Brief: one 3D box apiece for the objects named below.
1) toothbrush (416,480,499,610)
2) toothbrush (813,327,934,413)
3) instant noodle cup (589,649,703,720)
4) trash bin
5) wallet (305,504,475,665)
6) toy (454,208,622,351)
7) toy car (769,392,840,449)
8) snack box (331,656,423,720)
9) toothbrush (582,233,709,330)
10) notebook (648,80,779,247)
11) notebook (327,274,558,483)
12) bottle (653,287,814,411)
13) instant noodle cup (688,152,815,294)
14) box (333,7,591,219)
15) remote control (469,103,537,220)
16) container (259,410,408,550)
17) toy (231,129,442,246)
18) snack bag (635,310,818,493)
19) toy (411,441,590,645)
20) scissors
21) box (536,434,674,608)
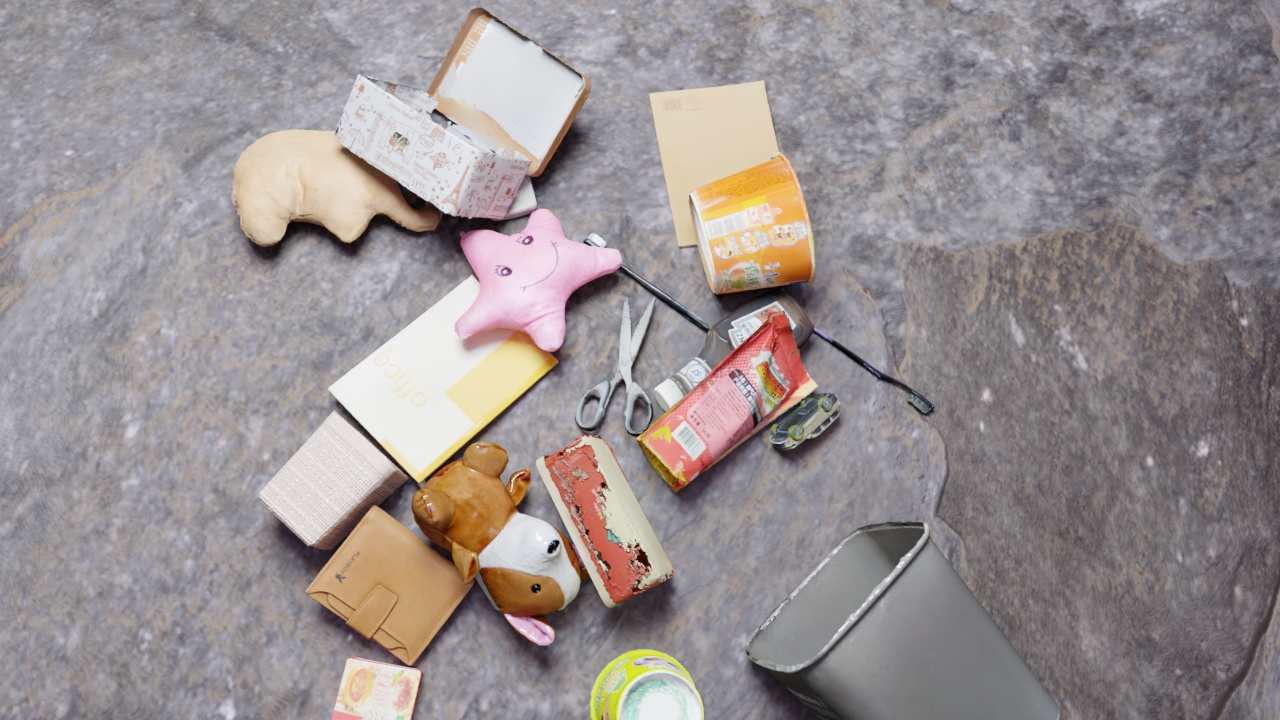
[{"bbox_3d":[-0.195,0.180,0.963,0.189,0.020,0.029,56,32,10],"label":"toothbrush"},{"bbox_3d":[0.261,0.006,1.073,0.189,0.014,0.016,34,85,5],"label":"toothbrush"},{"bbox_3d":[0.011,0.337,0.884,0.111,0.124,0.111,2,73,-6],"label":"instant noodle cup"},{"bbox_3d":[0.254,0.303,0.895,0.198,0.199,0.220,-41,88,-15],"label":"trash bin"},{"bbox_3d":[-0.250,0.226,0.921,0.132,0.031,0.107,40,77,-9],"label":"wallet"},{"bbox_3d":[-0.136,-0.092,1.022,0.178,0.075,0.194,29,64,14],"label":"toy"},{"bbox_3d":[0.185,0.070,1.028,0.090,0.042,0.035,-37,102,-21],"label":"toy car"},{"bbox_3d":[-0.267,0.373,0.892,0.075,0.025,0.152,12,72,-3],"label":"snack box"},{"bbox_3d":[0.008,-0.091,1.071,0.181,0.016,0.018,37,64,6],"label":"toothbrush"},{"bbox_3d":[0.100,-0.245,1.131,0.149,0.012,0.211,-8,74,-8],"label":"notebook"},{"bbox_3d":[-0.213,0.016,1.004,0.146,0.010,0.205,44,67,8],"label":"notebook"},{"bbox_3d":[0.102,-0.006,1.042,0.194,0.044,0.080,-33,82,-14],"label":"bottle"},{"bbox_3d":[0.122,-0.146,1.031,0.111,0.151,0.151,-15,75,1],"label":"instant noodle cup"},{"bbox_3d":[-0.195,-0.276,1.002,0.181,0.157,0.205,37,104,15],"label":"box"},{"bbox_3d":[-0.167,-0.238,1.091,0.058,0.021,0.150,-14,75,-4],"label":"remote control"},{"bbox_3d":[-0.311,0.127,0.931,0.090,0.090,0.110,41,76,6],"label":"container"},{"bbox_3d":[-0.340,-0.196,1.034,0.226,0.083,0.143,-2,78,-10],"label":"toy"},{"bbox_3d":[0.096,0.049,0.991,0.207,0.129,0.073,-40,41,-10],"label":"snack bag"},{"bbox_3d":[-0.130,0.179,0.918,0.199,0.131,0.139,51,52,-8],"label":"toy"},{"bbox_3d":[-0.021,0.009,1.029,0.165,0.014,0.163,-33,62,-3],"label":"scissors"},{"bbox_3d":[-0.029,0.158,0.942,0.077,0.091,0.168,-31,78,9],"label":"box"}]
